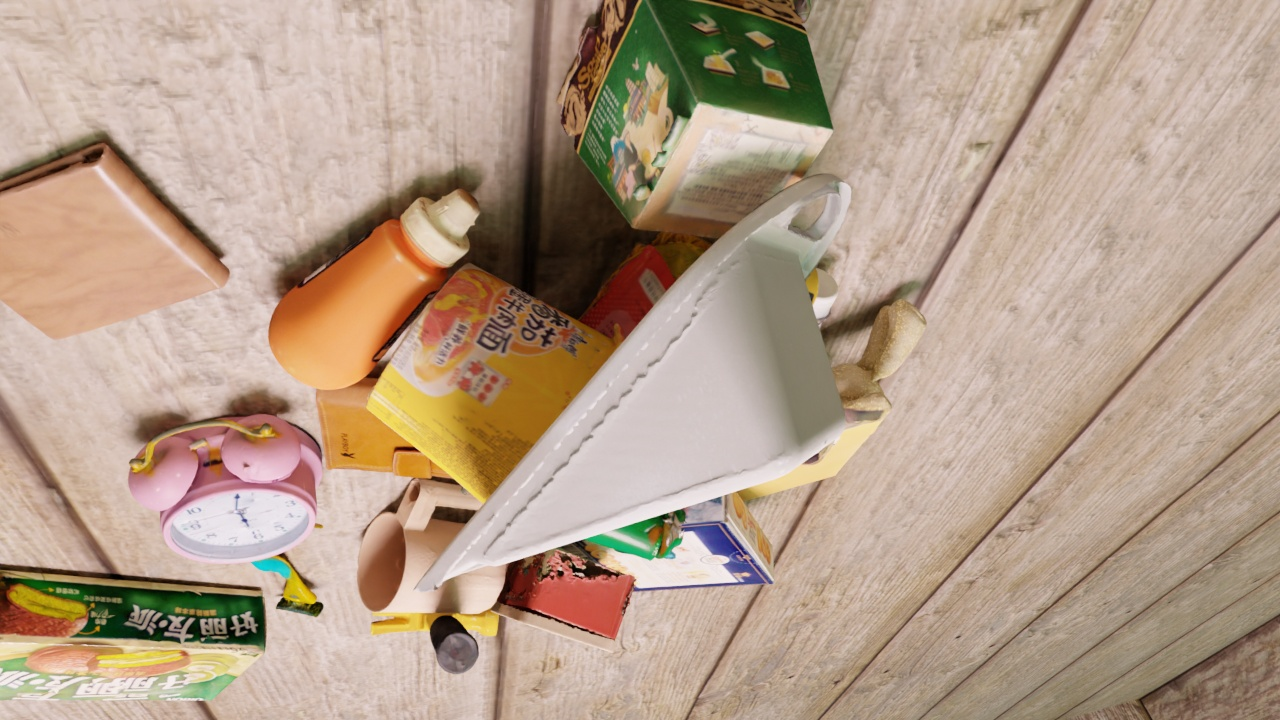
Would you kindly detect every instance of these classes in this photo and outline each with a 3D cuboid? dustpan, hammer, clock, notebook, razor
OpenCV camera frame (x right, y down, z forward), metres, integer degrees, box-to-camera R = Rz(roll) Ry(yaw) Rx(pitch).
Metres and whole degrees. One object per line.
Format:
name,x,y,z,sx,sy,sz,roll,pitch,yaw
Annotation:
dustpan,0.015,0.008,0.524,0.258,0.142,0.222,-19,175,21
hammer,-0.176,0.244,0.824,0.128,0.032,0.301,6,168,-15
clock,-0.291,0.087,0.651,0.117,0.059,0.159,-13,143,-10
notebook,0.135,0.100,0.858,0.146,0.010,0.206,-15,161,-5
razor,-0.318,0.191,0.806,0.043,0.028,0.133,12,148,10

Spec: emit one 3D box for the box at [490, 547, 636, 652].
box,-0.071,0.201,0.814,0.091,0.080,0.169,23,162,-13

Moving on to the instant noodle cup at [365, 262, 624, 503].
instant noodle cup,-0.092,0.013,0.567,0.110,0.137,0.138,35,127,-6

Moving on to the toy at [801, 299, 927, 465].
toy,0.165,0.017,0.724,0.157,0.105,0.066,-47,107,-11

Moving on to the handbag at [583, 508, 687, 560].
handbag,-0.033,0.110,0.731,0.131,0.120,0.068,20,89,-16

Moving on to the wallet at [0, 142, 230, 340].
wallet,-0.300,-0.058,0.490,0.115,0.020,0.101,-19,143,5

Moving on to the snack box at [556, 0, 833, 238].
snack box,0.033,-0.125,0.475,0.117,0.105,0.118,2,141,-28

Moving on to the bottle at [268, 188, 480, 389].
bottle,-0.151,-0.046,0.540,0.150,0.066,0.066,-40,141,15

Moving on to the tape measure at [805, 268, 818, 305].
tape measure,0.100,-0.049,0.648,0.029,0.060,0.057,18,125,-39

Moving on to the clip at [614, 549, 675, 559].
clip,0.005,0.159,0.791,0.057,0.047,0.014,1,150,14

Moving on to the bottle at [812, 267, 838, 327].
bottle,0.106,0.006,0.738,0.079,0.044,0.195,-11,144,-25

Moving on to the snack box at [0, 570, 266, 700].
snack box,-0.454,0.236,0.774,0.239,0.063,0.115,20,131,-42

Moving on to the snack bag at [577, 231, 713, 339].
snack bag,-0.004,0.004,0.662,0.128,0.073,0.208,18,135,-21

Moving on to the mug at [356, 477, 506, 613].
mug,-0.174,0.163,0.803,0.103,0.084,0.125,17,105,-41

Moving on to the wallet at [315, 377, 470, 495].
wallet,-0.166,0.054,0.676,0.130,0.035,0.119,5,139,-10

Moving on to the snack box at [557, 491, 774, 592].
snack box,0.020,0.174,0.878,0.183,0.045,0.178,-9,147,18
